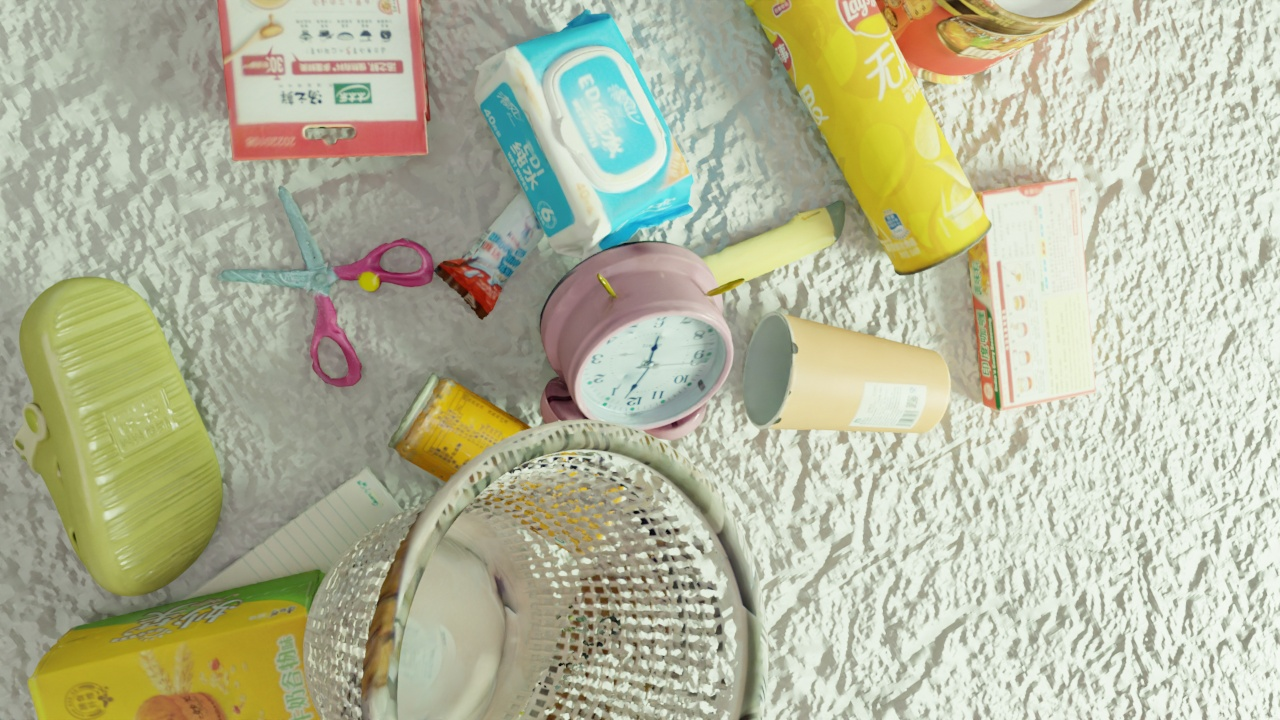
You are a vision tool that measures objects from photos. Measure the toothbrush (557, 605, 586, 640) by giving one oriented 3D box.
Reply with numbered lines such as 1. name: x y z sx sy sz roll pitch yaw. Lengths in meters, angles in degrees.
1. toothbrush: -0.100 0.230 0.593 0.185 0.012 0.017 -44 115 -27

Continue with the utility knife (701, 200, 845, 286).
1. utility knife: 0.047 -0.060 0.618 0.213 0.022 0.031 -23 99 -14

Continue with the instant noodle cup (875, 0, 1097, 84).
1. instant noodle cup: 0.222 -0.256 0.580 0.138 0.108 0.138 -1 96 -10

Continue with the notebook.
1. notebook: -0.220 0.189 0.605 0.209 0.012 0.150 -37 102 -4

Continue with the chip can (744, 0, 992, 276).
1. chip can: 0.149 -0.163 0.598 0.072 0.072 0.213 -33 102 -5

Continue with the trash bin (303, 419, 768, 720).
1. trash bin: -0.076 0.155 0.493 0.227 0.193 0.227 10 75 -38

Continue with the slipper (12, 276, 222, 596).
1. slipper: -0.316 0.044 0.543 0.082 0.091 0.191 3 110 29

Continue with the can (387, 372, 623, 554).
1. can: -0.084 0.068 0.590 0.146 0.058 0.058 32 90 -12

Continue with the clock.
1. clock: -0.003 0.003 0.577 0.117 0.059 0.159 -2 136 -21

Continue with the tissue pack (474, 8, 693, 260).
1. tissue pack: -0.031 -0.137 0.561 0.089 0.063 0.140 -32 100 -28

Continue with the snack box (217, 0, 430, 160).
1. snack box: -0.187 -0.183 0.550 0.113 0.044 0.127 -4 96 -10

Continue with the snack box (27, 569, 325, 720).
1. snack box: -0.252 0.252 0.562 0.157 0.070 0.210 -11 100 -12

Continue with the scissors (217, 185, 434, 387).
1. scissors: -0.198 -0.044 0.580 0.133 0.017 0.135 1 98 -6

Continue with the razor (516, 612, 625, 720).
1. razor: -0.066 0.223 0.631 0.142 0.022 0.042 -40 57 -7

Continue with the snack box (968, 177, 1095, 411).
1. snack box: 0.279 -0.047 0.656 0.077 0.027 0.156 -10 98 -9

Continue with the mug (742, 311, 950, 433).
1. mug: 0.140 0.014 0.616 0.122 0.078 0.078 7 95 -15

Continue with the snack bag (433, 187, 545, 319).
1. snack bag: -0.083 -0.079 0.590 0.104 0.026 0.048 -46 110 -3
